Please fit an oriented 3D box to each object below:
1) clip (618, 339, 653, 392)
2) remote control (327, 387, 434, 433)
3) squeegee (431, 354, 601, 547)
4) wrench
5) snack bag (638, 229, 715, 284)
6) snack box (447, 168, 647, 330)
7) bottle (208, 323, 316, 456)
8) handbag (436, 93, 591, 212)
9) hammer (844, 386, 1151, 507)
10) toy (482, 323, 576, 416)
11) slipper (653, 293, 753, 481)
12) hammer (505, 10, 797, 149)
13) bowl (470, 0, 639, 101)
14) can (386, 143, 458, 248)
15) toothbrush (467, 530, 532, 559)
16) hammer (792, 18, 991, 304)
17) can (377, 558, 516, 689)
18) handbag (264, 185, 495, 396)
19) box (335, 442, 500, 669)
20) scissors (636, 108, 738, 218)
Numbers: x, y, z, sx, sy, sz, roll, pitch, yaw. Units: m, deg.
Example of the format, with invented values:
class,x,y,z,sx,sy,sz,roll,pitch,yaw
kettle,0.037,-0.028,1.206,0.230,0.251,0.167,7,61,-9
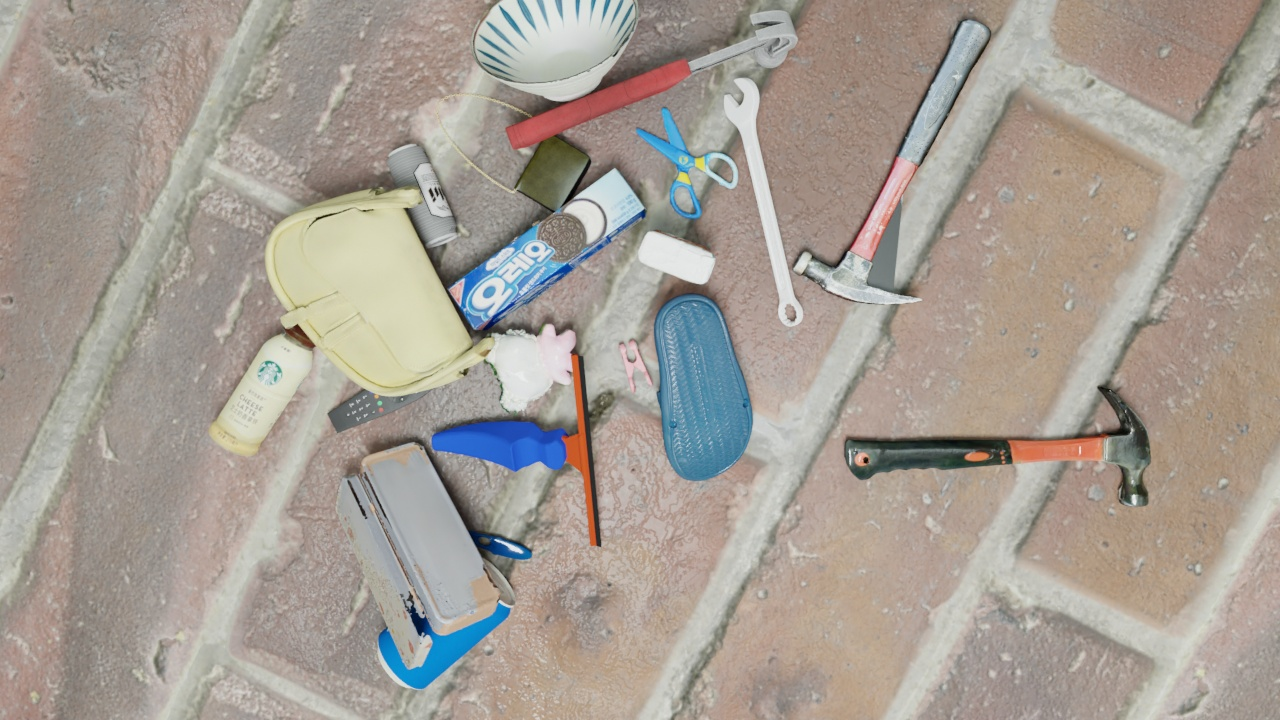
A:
class,x,y,z,sx,sy,sz,roll,pitch,yaw
clip,-0.011,0.008,1.023,0.037,0.022,0.058,-18,88,4
remote control,-0.291,0.043,1.033,0.125,0.010,0.039,-27,93,2
squeegee,-0.139,0.093,1.008,0.185,0.055,0.250,2,120,10
wrench,0.136,-0.170,1.000,0.009,0.047,0.273,-18,97,-36
snack bag,0.039,-0.111,0.967,0.077,0.115,0.036,20,100,-1
snack box,-0.099,-0.118,0.996,0.226,0.059,0.059,-35,89,4
bottle,-0.408,0.026,1.010,0.056,0.056,0.162,34,94,-2
handbag,-0.146,-0.236,1.010,0.178,0.027,0.084,31,92,4
hammer,0.394,0.102,1.020,0.333,0.033,0.133,-3,96,2
toy,-0.116,0.002,1.011,0.109,0.041,0.096,-18,107,7
slipper,0.066,0.029,1.006,0.103,0.059,0.214,-11,106,-8
hammer,0.009,-0.287,0.953,0.316,0.126,0.036,-20,93,4
bowl,-0.082,-0.323,0.961,0.177,0.071,0.177,-6,55,9
can,-0.237,-0.179,1.000,0.044,0.044,0.106,-23,93,2
toothbrush,-0.186,0.201,1.040,0.132,0.016,0.021,19,95,0
hammer,0.299,-0.211,0.998,0.140,0.036,0.326,26,93,0
can,-0.215,0.291,1.015,0.146,0.079,0.079,-41,93,3
handbag,-0.275,-0.067,0.962,0.191,0.088,0.233,-26,93,23
box,-0.242,0.204,0.986,0.104,0.096,0.216,-20,60,-28
scissors,0.055,-0.225,1.009,0.105,0.019,0.132,-22,95,-1
